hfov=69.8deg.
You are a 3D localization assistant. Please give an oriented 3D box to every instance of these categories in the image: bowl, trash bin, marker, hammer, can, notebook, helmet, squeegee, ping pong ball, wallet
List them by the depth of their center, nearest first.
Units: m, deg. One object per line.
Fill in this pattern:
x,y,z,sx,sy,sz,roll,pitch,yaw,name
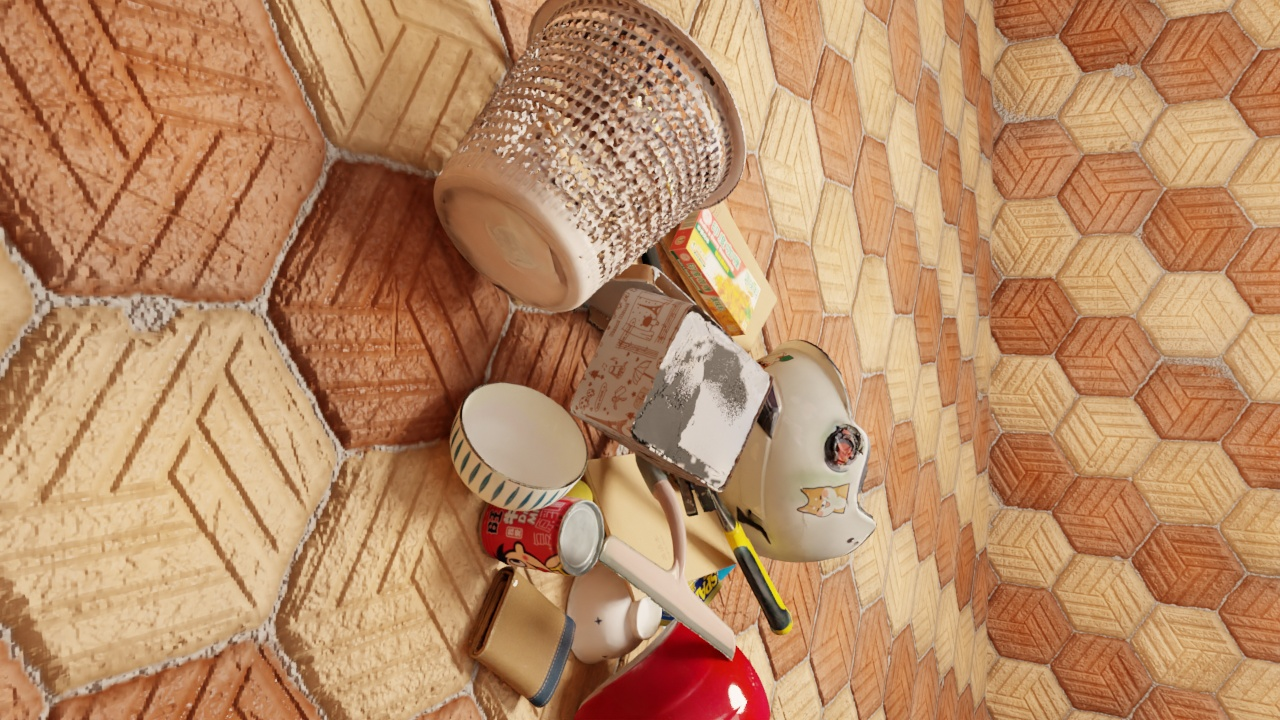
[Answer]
-0.055,-0.155,0.760,0.191,0.228,0.227,-53,135,-26,trash bin
-0.110,0.081,0.776,0.116,0.116,0.066,-30,160,-54,bowl
-0.088,0.150,0.805,0.066,0.094,0.066,-4,95,-58,can
-0.107,0.254,0.840,0.115,0.033,0.090,56,44,-42,wallet
-0.067,0.135,0.890,0.040,0.040,0.040,-3,94,-58,ping pong ball
0.017,0.137,0.906,0.247,0.040,0.249,46,18,-42,squeegee
0.051,0.395,0.944,0.206,0.144,0.240,-34,135,-28,helmet
-0.017,0.260,0.952,0.118,0.065,0.118,-5,96,-58,bowl
0.025,0.170,0.999,0.211,0.012,0.149,1,63,-56,notebook
0.105,0.198,1.014,0.126,0.032,0.323,-90,157,-55,hammer
0.007,-0.130,1.016,0.020,0.022,0.132,-25,118,-15,marker
0.047,0.245,1.064,0.101,0.057,0.083,-37,119,-52,can
0.157,0.124,1.117,0.156,0.230,0.274,-16,105,-23,helmet
0.102,-0.111,1.146,0.208,0.008,0.147,57,45,-27,notebook

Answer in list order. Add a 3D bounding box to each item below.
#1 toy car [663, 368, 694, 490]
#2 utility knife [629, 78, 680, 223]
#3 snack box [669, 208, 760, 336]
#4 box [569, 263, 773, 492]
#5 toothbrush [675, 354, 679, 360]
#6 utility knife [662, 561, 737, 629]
0.055,0.076,1.067,0.070,0.042,0.157,32,48,-41,toy car
0.028,-0.225,1.046,0.030,0.021,0.207,-51,124,-44,utility knife
0.092,-0.107,1.098,0.156,0.027,0.076,50,48,-37,snack box
-0.006,0.004,0.872,0.183,0.194,0.156,38,73,-49,box
0.071,-0.041,1.122,0.027,0.026,0.212,51,44,-8,toothbrush
0.075,0.281,1.142,0.203,0.018,0.034,-27,115,-57,utility knife
